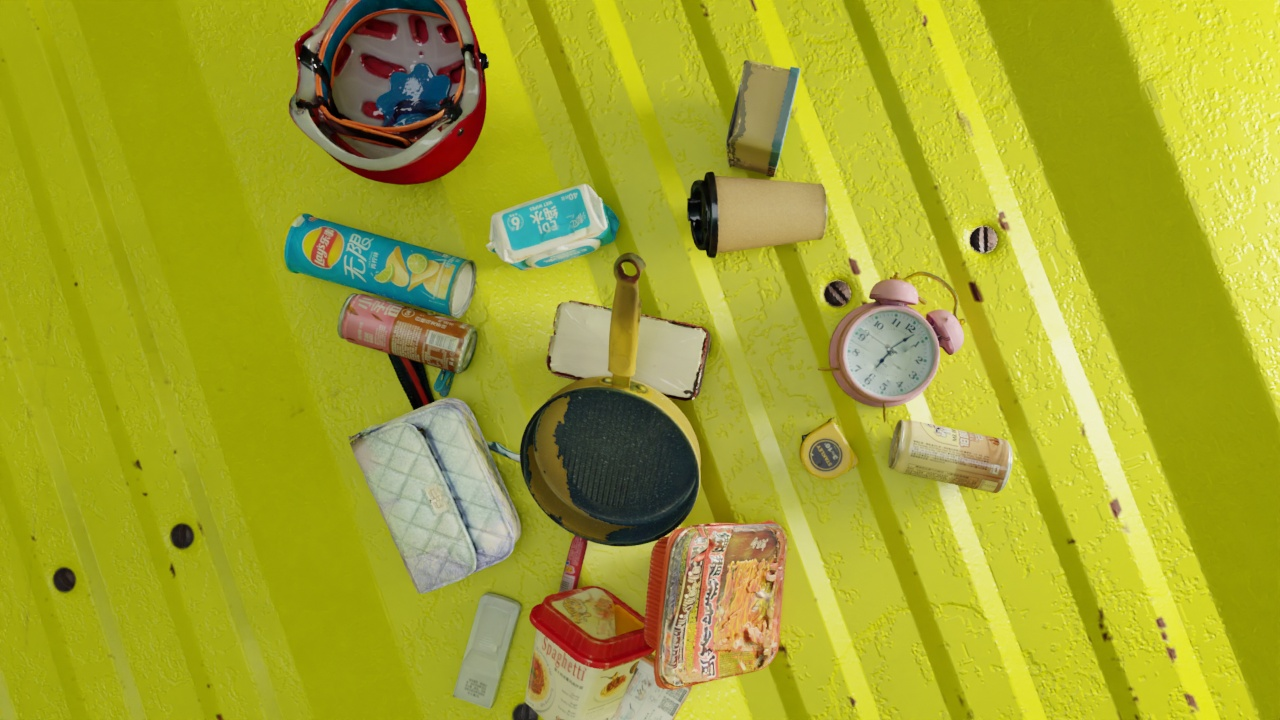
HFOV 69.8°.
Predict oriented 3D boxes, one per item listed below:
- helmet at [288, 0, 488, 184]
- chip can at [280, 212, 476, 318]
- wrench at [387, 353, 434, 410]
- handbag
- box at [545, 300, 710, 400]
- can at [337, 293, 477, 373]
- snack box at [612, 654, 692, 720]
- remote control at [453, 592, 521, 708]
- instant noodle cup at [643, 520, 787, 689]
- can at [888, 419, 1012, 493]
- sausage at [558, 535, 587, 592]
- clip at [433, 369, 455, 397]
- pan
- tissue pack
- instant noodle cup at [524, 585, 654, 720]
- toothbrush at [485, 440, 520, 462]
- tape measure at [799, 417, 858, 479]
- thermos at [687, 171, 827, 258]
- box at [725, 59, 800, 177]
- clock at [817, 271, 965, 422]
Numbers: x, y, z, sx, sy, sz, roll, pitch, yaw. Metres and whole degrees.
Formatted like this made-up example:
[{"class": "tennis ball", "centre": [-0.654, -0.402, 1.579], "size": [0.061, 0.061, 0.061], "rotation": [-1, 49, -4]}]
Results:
[{"class": "helmet", "centre": [-0.262, -0.301, 1.017], "size": [0.207, 0.144, 0.239], "rotation": [4, 76, 7]}, {"class": "chip can", "centre": [-0.298, -0.109, 1.051], "size": [0.210, 0.071, 0.071], "rotation": [16, 91, 7]}, {"class": "wrench", "centre": [-0.245, 0.083, 1.070], "size": [0.056, 0.016, 0.273], "rotation": [-18, 88, 2]}, {"class": "handbag", "centre": [-0.224, 0.146, 1.015], "size": [0.134, 0.075, 0.194], "rotation": [-24, 93, 5]}, {"class": "box", "centre": [-0.013, -0.013, 0.997], "size": [0.168, 0.076, 0.091], "rotation": [11, 91, 7]}, {"class": "can", "centre": [-0.263, -0.031, 1.040], "size": [0.147, 0.058, 0.058], "rotation": [16, 91, 3]}, {"class": "snack box", "centre": [-0.010, 0.408, 1.031], "size": [0.075, 0.026, 0.154], "rotation": [30, 93, 7]}, {"class": "remote control", "centre": [-0.176, 0.333, 1.055], "size": [0.049, 0.024, 0.125], "rotation": [16, 92, 8]}, {"class": "instant noodle cup", "centre": [0.074, 0.249, 0.970], "size": [0.079, 0.188, 0.164], "rotation": [5, 88, 49]}, {"class": "can", "centre": [0.328, 0.101, 0.976], "size": [0.116, 0.058, 0.058], "rotation": [12, 91, 7]}, {"class": "sausage", "centre": [-0.084, 0.267, 1.046], "size": [0.020, 0.020, 0.156], "rotation": [13, 91, 7]}, {"class": "clip", "centre": [-0.224, 0.015, 1.065], "size": [0.013, 0.033, 0.054], "rotation": [17, 78, 5]}, {"class": "pan", "centre": [-0.024, 0.047, 0.939], "size": [0.198, 0.078, 0.358], "rotation": [12, 117, 7]}, {"class": "tissue pack", "centre": [-0.096, -0.143, 1.017], "size": [0.140, 0.090, 0.063], "rotation": [-17, 87, 6]}, {"class": "instant noodle cup", "centre": [-0.062, 0.326, 0.991], "size": [0.116, 0.116, 0.124], "rotation": [27, 106, 38]}, {"class": "toothbrush", "centre": [-0.159, 0.100, 1.053], "size": [0.191, 0.016, 0.018], "rotation": [22, 75, 1]}, {"class": "tape measure", "centre": [0.203, 0.101, 1.007], "size": [0.057, 0.029, 0.060], "rotation": [-33, 86, 5]}, {"class": "thermos", "centre": [0.125, -0.159, 0.994], "size": [0.143, 0.093, 0.093], "rotation": [-3, 89, -1]}, {"class": "box", "centre": [0.125, -0.247, 0.944], "size": [0.060, 0.184, 0.090], "rotation": [13, 96, 4]}, {"class": "clock", "centre": [0.275, -0.022, 0.984], "size": [0.117, 0.060, 0.158], "rotation": [38, 92, 5]}]
